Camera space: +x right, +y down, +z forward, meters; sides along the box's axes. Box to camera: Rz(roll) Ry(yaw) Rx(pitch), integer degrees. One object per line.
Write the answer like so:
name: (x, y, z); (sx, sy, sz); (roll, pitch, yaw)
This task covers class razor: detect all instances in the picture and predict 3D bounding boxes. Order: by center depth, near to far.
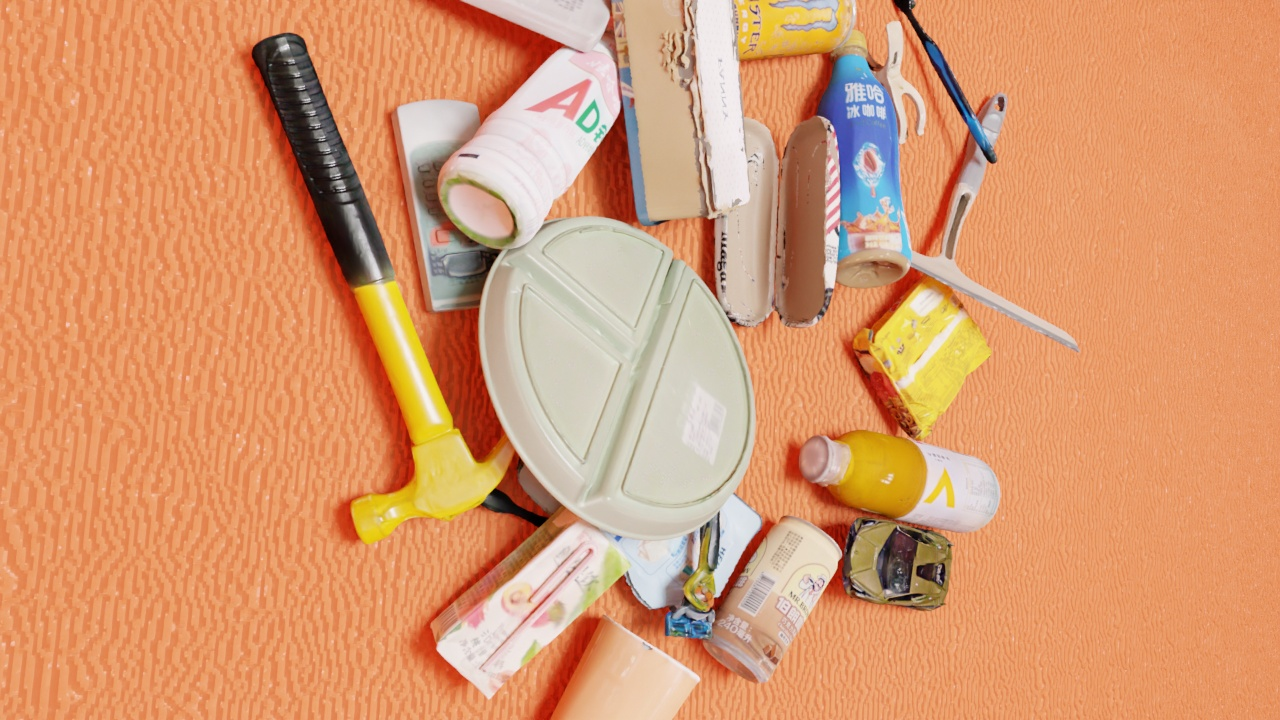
razor: (0.047, 0.123, 0.644); (0.042, 0.022, 0.142); (19, 73, -39)

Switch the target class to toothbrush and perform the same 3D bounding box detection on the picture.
toothbrush: (-0.043, 0.125, 0.637); (0.189, 0.018, 0.014); (32, 73, -29)
toothbrush: (0.272, -0.259, 0.820); (0.016, 0.014, 0.189); (-29, 89, -41)

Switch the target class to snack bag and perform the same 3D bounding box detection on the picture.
snack bag: (0.004, 0.100, 0.648); (0.191, 0.039, 0.110); (47, 53, -22)

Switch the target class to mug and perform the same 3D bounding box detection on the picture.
mug: (-0.025, 0.242, 0.608); (0.078, 0.078, 0.122); (39, 75, -23)

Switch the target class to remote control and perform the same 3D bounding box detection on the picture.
remote control: (-0.091, -0.247, 0.591); (0.150, 0.021, 0.058); (20, 57, -11)
remote control: (-0.122, -0.100, 0.595); (0.056, 0.019, 0.135); (-10, 93, -30)

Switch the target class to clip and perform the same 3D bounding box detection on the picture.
clip: (0.212, -0.236, 0.789); (0.034, 0.072, 0.100); (-30, 108, -27)

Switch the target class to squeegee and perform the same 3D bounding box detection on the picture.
squeegee: (0.293, -0.150, 0.827); (0.246, 0.039, 0.245); (26, 61, -1)

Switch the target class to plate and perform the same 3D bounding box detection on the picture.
plate: (-0.004, 0.004, 0.607); (0.230, 0.028, 0.229); (21, 55, -35)

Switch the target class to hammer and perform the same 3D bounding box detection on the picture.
hammer: (-0.160, -0.047, 0.553); (0.128, 0.033, 0.301); (-22, 96, -13)

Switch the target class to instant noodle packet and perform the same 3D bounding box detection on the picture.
instant noodle packet: (0.246, -0.011, 0.795); (0.128, 0.044, 0.111); (-42, 106, -28)

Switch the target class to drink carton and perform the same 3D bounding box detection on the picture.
drink carton: (-0.069, 0.149, 0.580); (0.122, 0.045, 0.053); (-41, 108, -7)

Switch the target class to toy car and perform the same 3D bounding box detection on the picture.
toy car: (0.213, 0.169, 0.753); (0.158, 0.042, 0.070); (18, 78, -45)

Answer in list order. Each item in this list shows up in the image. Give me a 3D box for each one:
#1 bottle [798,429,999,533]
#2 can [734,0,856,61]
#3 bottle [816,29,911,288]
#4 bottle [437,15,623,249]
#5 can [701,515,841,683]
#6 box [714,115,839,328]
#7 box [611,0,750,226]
bottle: (0.213, 0.097, 0.755); (0.189, 0.068, 0.068); (15, 80, -29)
can: (0.096, -0.263, 0.710); (0.145, 0.058, 0.058); (-16, 96, -30)
bottle: (0.174, -0.168, 0.737); (0.065, 0.065, 0.218); (11, 68, -30)
bottle: (-0.055, -0.159, 0.601); (0.068, 0.068, 0.196); (45, 54, -21)
can: (0.099, 0.178, 0.689); (0.058, 0.059, 0.116); (47, 66, -20)
box: (0.099, -0.106, 0.696); (0.086, 0.076, 0.162); (3, 87, -22)
box: (0.031, -0.176, 0.634); (0.089, 0.062, 0.184); (-30, 119, -61)
